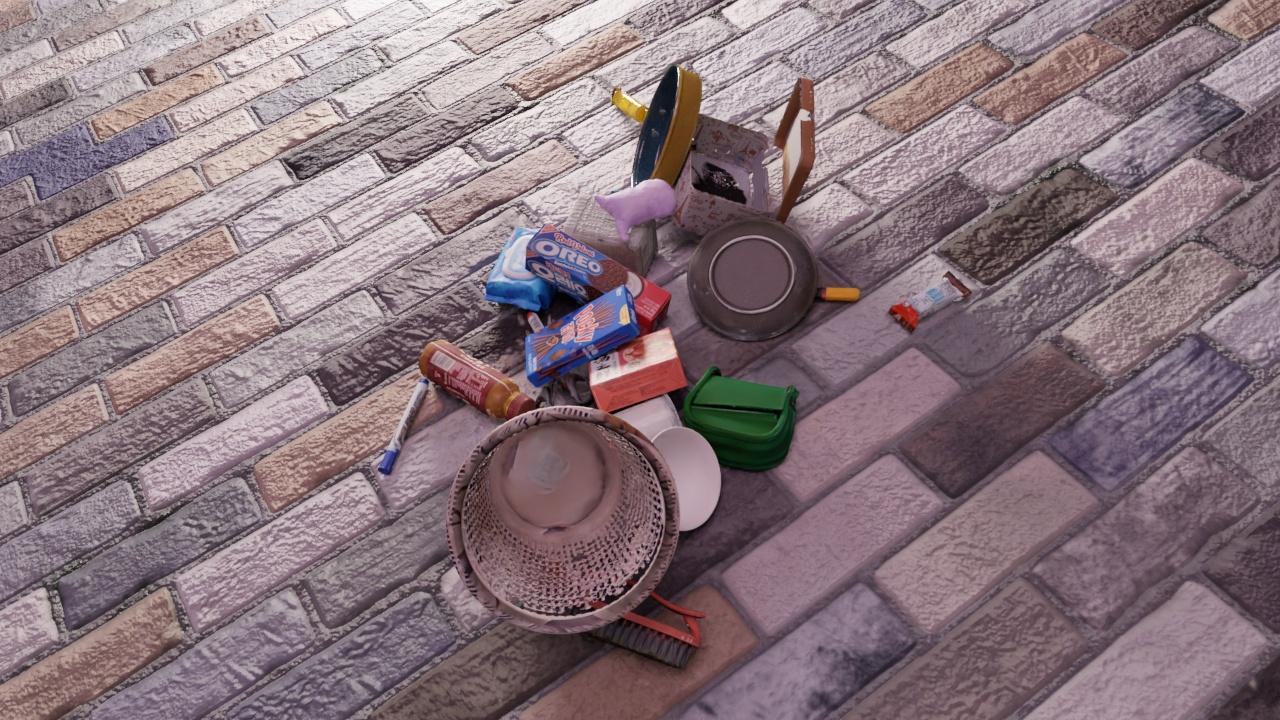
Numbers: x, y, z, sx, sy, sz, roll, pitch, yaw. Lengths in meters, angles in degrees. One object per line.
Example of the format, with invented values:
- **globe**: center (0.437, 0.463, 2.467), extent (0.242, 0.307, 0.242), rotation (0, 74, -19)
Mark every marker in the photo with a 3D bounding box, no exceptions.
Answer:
- **marker**: center (-0.311, 0.085, 1.212), extent (0.017, 0.017, 0.145), rotation (6, 54, 15)
- **marker**: center (-0.123, -0.016, 1.255), extent (0.017, 0.017, 0.145), rotation (-26, 53, -10)
- **marker**: center (0.235, -0.090, 1.249), extent (0.124, 0.015, 0.018), rotation (2, 52, 15)

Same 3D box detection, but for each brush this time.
- **brush**: center (-0.003, 0.275, 0.980), extent (0.146, 0.063, 0.069), rotation (15, 70, 19)

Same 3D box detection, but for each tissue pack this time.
- **tissue pack**: center (-0.159, -0.140, 1.333), extent (0.095, 0.052, 0.156), rotation (10, 55, 17)

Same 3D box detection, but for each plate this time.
- **plate**: center (0.150, -0.114, 1.237), extent (0.179, 0.024, 0.179), rotation (-2, 75, 8)

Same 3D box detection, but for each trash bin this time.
- **trash bin**: center (-0.086, 0.146, 0.974), extent (0.227, 0.227, 0.192), rotation (-20, 9, -6)

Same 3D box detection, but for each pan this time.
- **pan**: center (0.010, -0.375, 1.430), extent (0.078, 0.198, 0.357), rotation (15, 22, -15)

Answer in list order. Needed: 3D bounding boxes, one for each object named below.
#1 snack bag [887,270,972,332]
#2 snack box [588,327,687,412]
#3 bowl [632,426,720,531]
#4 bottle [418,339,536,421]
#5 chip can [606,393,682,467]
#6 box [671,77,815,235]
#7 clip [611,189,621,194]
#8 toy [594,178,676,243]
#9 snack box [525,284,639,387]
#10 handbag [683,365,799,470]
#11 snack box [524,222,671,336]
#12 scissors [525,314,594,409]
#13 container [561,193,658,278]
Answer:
- **snack bag**: center (0.380, -0.078, 1.204), extent (0.104, 0.026, 0.048), rotation (-31, 60, -14)
- **snack box**: center (-0.007, 0.007, 1.157), extent (0.113, 0.044, 0.127), rotation (-19, 23, 3)
- **bowl**: center (0.029, 0.139, 1.069), extent (0.065, 0.118, 0.118), rotation (-14, 38, 51)
- **bottle**: center (-0.214, 0.031, 1.209), extent (0.175, 0.057, 0.057), rotation (28, 62, 27)
- **chip can**: center (-0.055, 0.111, 1.111), extent (0.214, 0.071, 0.071), rotation (-22, 52, -6)
- **box**: center (0.148, -0.290, 1.290), extent (0.157, 0.193, 0.182), rotation (12, 52, -12)
- **clip**: center (-0.021, -0.253, 1.420), extent (0.057, 0.015, 0.049), rotation (-1, 50, 11)
- **toy**: center (0.002, -0.214, 1.267), extent (0.107, 0.039, 0.084), rotation (-23, 74, -18)
- **snack box**: center (-0.078, -0.031, 1.185), extent (0.157, 0.026, 0.084), rotation (-27, 38, 14)
- **handbag**: center (0.124, 0.067, 1.120), extent (0.131, 0.068, 0.119), rotation (12, 49, 20)
- **snack box**: center (-0.061, -0.109, 1.256), extent (0.207, 0.058, 0.057), rotation (31, 62, 10)
- **scissors**: center (-0.116, 0.016, 1.214), extent (0.160, 0.014, 0.170), rotation (13, 70, 33)
- **container**: center (-0.040, -0.174, 1.317), extent (0.114, 0.090, 0.090), rotation (12, 56, 15)
